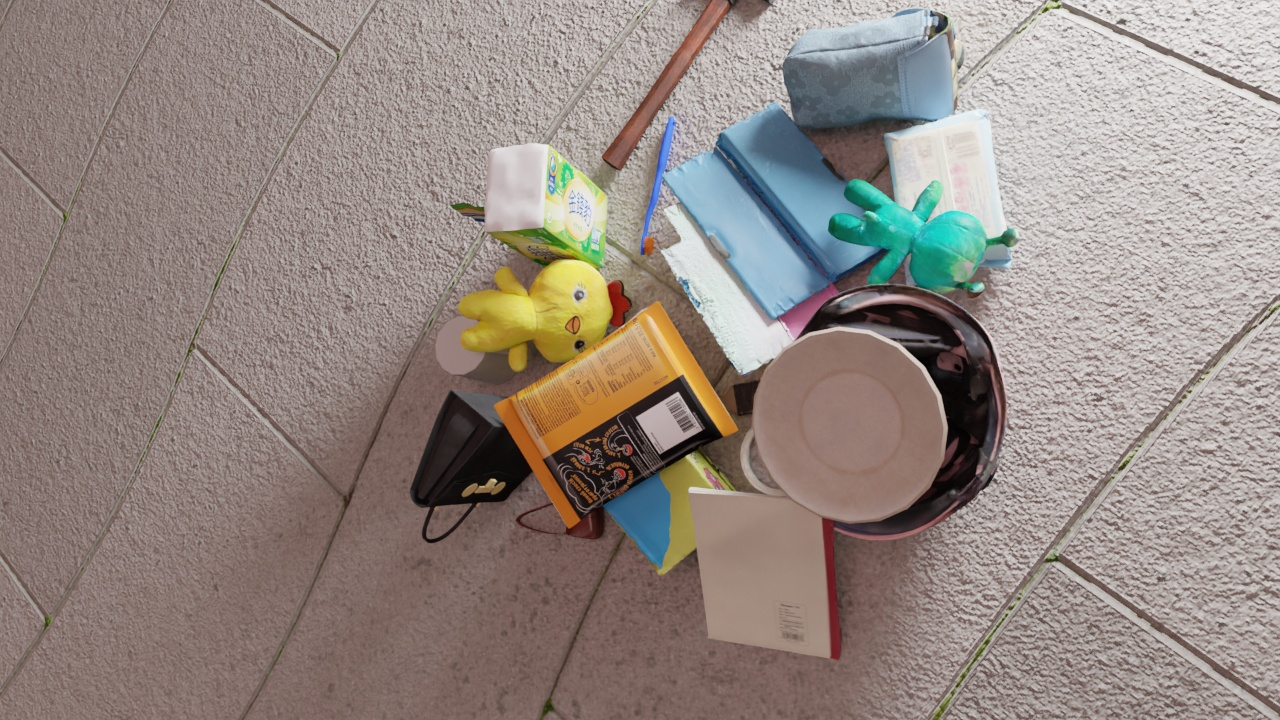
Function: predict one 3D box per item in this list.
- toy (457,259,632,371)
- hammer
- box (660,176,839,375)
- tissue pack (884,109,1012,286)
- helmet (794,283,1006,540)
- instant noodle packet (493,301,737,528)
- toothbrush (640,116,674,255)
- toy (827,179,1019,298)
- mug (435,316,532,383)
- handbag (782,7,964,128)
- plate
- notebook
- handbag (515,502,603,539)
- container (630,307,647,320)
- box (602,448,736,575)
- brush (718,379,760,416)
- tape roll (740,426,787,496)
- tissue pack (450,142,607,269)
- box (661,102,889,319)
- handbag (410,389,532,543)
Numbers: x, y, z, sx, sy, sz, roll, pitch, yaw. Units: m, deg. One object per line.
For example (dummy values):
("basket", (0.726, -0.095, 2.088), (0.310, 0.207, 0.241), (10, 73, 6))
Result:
("toy", (-0.118, -0.059, 1.121), (0.092, 0.207, 0.134), (39, 135, 51))
("hammer", (0.046, -0.374, 1.170), (0.111, 0.028, 0.301), (38, 97, 22))
("box", (0.121, -0.099, 1.051), (0.159, 0.035, 0.230), (-24, 69, -17))
("tissue pack", (0.333, -0.175, 0.999), (0.112, 0.070, 0.181), (-9, 80, 21))
("helmet", (0.257, 0.051, 0.946), (0.230, 0.152, 0.255), (13, 97, 24))
("instant noodle packet", (-0.031, 0.061, 0.996), (0.221, 0.032, 0.160), (-32, 89, 12))
("toothbrush", (0.024, -0.221, 1.160), (0.018, 0.016, 0.182), (11, 86, 18))
("toy", (0.282, -0.127, 0.943), (0.193, 0.072, 0.131), (31, 98, 31))
("mug", (-0.193, -0.012, 1.174), (0.105, 0.089, 0.073), (1, 82, 22))
("handbag", (0.262, -0.330, 1.033), (0.192, 0.122, 0.118), (0, 49, 28))
("plate", (0.200, 0.061, 0.884), (0.189, 0.027, 0.189), (4, 99, 29))
("notebook", (0.134, 0.229, 0.980), (0.153, 0.012, 0.209), (3, 119, 22))
("handbag", (-0.103, 0.197, 1.142), (0.120, 0.029, 0.055), (-8, 76, 26))
("container", (-0.007, 0.007, 1.117), (0.129, 0.049, 0.080), (-41, 69, 11))
("box", (0.002, 0.120, 1.051), (0.124, 0.080, 0.221), (-43, 83, 12))
("brush", (0.115, 0.046, 1.081), (0.151, 0.012, 0.039), (-12, 78, 20))
("tape roll", (0.160, 0.110, 1.052), (0.093, 0.013, 0.093), (-4, 79, 22))
("tissue pack", (-0.140, -0.178, 1.122), (0.141, 0.197, 0.120), (0, 75, 20))
("box", (0.155, -0.176, 1.052), (0.174, 0.033, 0.231), (-32, 70, -13))
("handbag", (-0.205, 0.142, 1.111), (0.072, 0.175, 0.196), (37, 99, 22))
